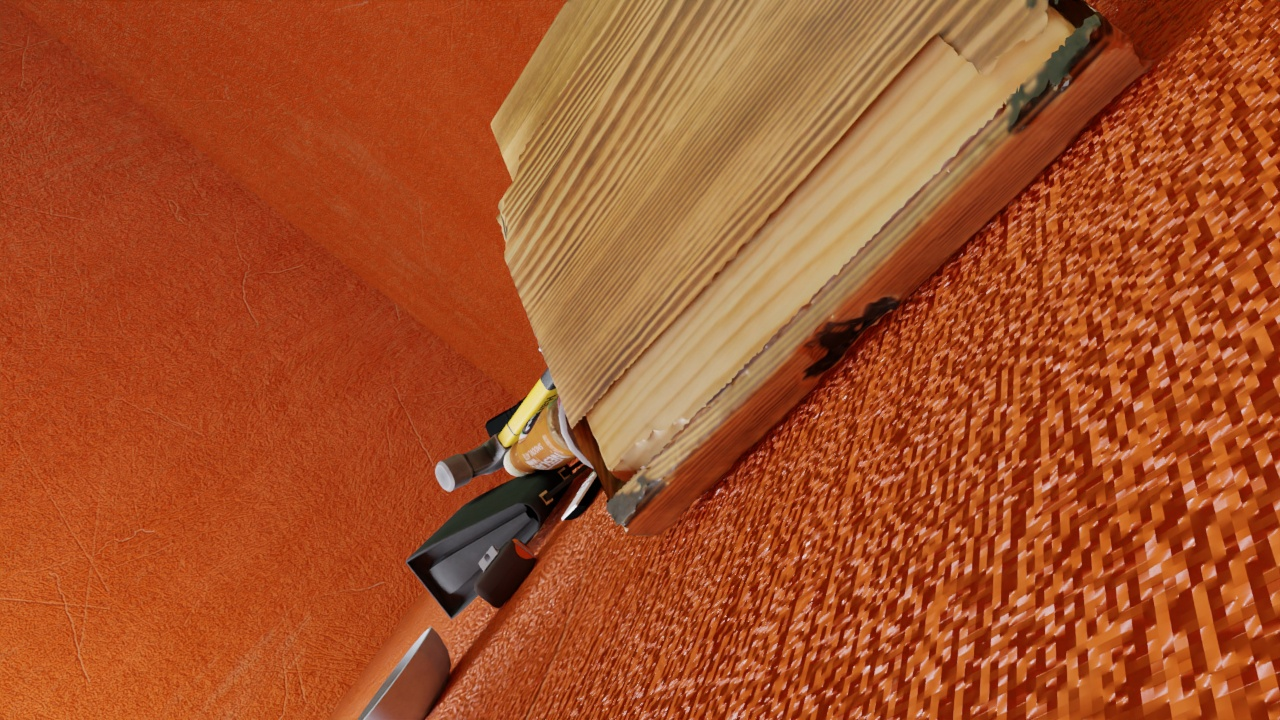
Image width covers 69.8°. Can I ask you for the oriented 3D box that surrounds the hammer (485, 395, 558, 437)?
[{"bbox_3d":[-0.075,0.011,1.170,0.329,0.039,0.131,-35,-17,26],"label":"hammer"}]

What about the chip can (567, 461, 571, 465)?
[{"bbox_3d":[-0.071,0.062,1.136,0.072,0.073,0.234,-54,5,-40],"label":"chip can"}]

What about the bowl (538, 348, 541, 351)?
[{"bbox_3d":[-0.037,-0.043,1.008,0.144,0.074,0.144,-48,8,9],"label":"bowl"}]

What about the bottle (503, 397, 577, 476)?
[{"bbox_3d":[-0.097,0.084,0.933,0.059,0.059,0.168,-54,10,-33],"label":"bottle"}]

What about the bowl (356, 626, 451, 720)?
[{"bbox_3d":[-0.192,0.276,0.759,0.106,0.039,0.106,-51,3,4],"label":"bowl"}]

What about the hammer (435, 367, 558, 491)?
[{"bbox_3d":[-0.097,0.033,0.955,0.169,0.034,0.326,-24,-17,-39],"label":"hammer"}]

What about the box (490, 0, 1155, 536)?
[{"bbox_3d":[0.089,-0.112,0.493,0.280,0.285,0.336,-48,47,33],"label":"box"}]

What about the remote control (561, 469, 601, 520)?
[{"bbox_3d":[-0.032,0.093,0.798,0.028,0.012,0.123,-48,5,42],"label":"remote control"}]

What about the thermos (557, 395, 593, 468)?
[{"bbox_3d":[-0.010,-0.003,0.637,0.084,0.108,0.198,-24,13,10],"label":"thermos"}]

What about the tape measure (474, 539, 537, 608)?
[{"bbox_3d":[-0.123,0.184,0.816,0.058,0.038,0.059,-52,3,-5],"label":"tape measure"}]

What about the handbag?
[{"bbox_3d":[-0.116,0.149,0.944,0.196,0.072,0.175,-37,2,10],"label":"handbag"}]
